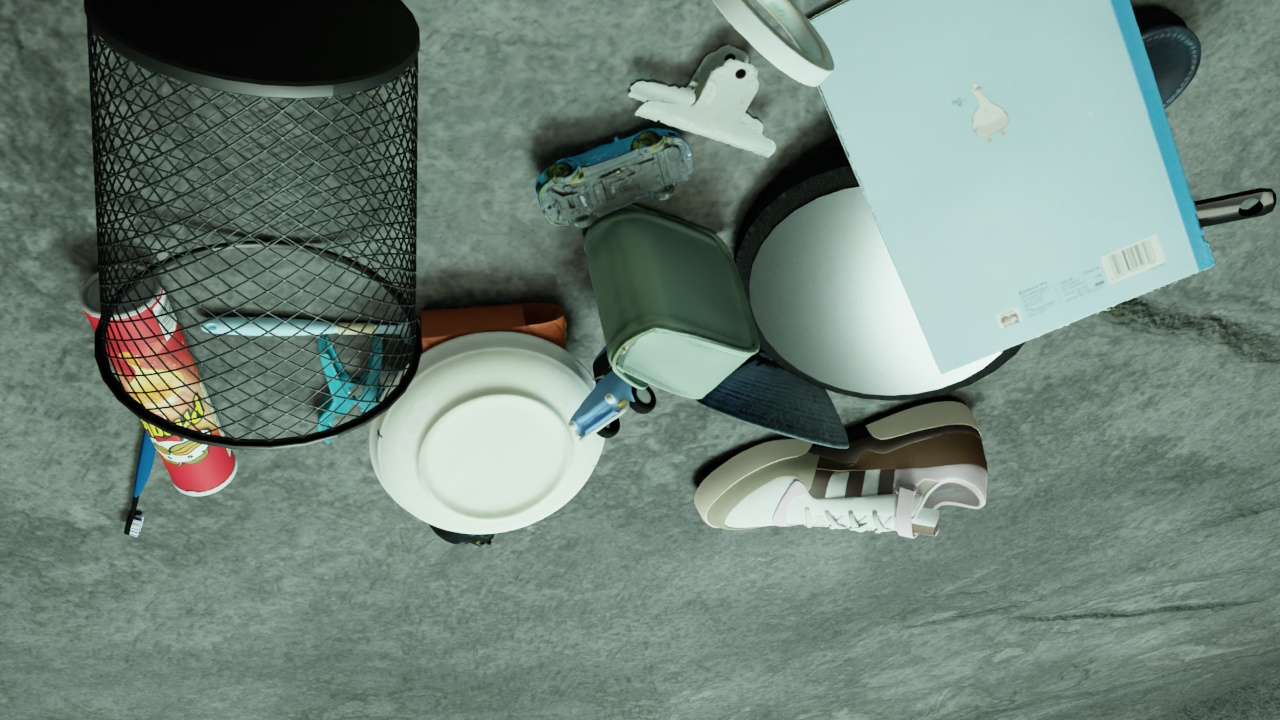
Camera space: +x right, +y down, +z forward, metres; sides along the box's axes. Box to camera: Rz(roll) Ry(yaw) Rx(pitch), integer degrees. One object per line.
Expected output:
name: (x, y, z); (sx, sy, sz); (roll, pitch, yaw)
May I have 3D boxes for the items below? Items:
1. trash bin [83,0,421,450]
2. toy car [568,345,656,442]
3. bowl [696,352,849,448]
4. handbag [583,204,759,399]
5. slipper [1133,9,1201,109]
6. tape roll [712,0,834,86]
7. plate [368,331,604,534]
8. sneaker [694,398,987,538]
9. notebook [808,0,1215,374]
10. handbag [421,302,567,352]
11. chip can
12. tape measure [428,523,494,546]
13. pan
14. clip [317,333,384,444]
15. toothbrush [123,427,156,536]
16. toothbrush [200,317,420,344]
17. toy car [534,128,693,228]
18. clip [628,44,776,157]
trash bin: (-0.202, -0.090, 0.494); (0.184, 0.183, 0.211); (3, 133, -18)
toy car: (-0.004, 0.004, 0.693); (0.055, 0.153, 0.056); (49, 130, -5)
bowl: (0.121, 0.027, 0.790); (0.137, 0.137, 0.057); (14, 95, -29)
handbag: (0.016, -0.041, 0.646); (0.106, 0.121, 0.067); (17, 135, -34)
slipper: (0.290, -0.114, 0.656); (0.108, 0.083, 0.266); (10, 138, -28)
tape roll: (0.069, -0.188, 0.500); (0.093, 0.093, 0.013); (23, 129, -35)
plate: (-0.111, 0.066, 0.697); (0.182, 0.034, 0.183); (-8, 121, -13)
sneaker: (0.204, 0.140, 0.917); (0.294, 0.116, 0.112); (-15, 141, 4)
notebook: (0.229, -0.131, 0.571); (0.181, 0.009, 0.253); (-23, 107, 16)
handbag: (-0.111, 0.039, 0.736); (0.109, 0.060, 0.172); (-5, 120, -10)
chip can: (-0.353, 0.022, 0.684); (0.051, 0.051, 0.215); (-3, 140, -10)
tape measure: (-0.168, 0.137, 0.859); (0.042, 0.071, 0.072); (-30, 132, 27)
pan: (0.236, -0.066, 0.644); (0.357, 0.034, 0.225); (-10, 129, 27)
clip: (-0.213, 0.029, 0.749); (0.120, 0.030, 0.131); (15, 135, -23)
toothbrush: (-0.432, 0.106, 0.795); (0.014, 0.014, 0.168); (20, 132, -19)
toothbrush: (-0.243, -0.024, 0.683); (0.155, 0.016, 0.022); (1, 108, -16)
toy car: (-0.018, -0.123, 0.606); (0.105, 0.032, 0.048); (-19, 141, 1)
clip: (0.051, -0.159, 0.571); (0.101, 0.052, 0.060); (10, 149, -26)
